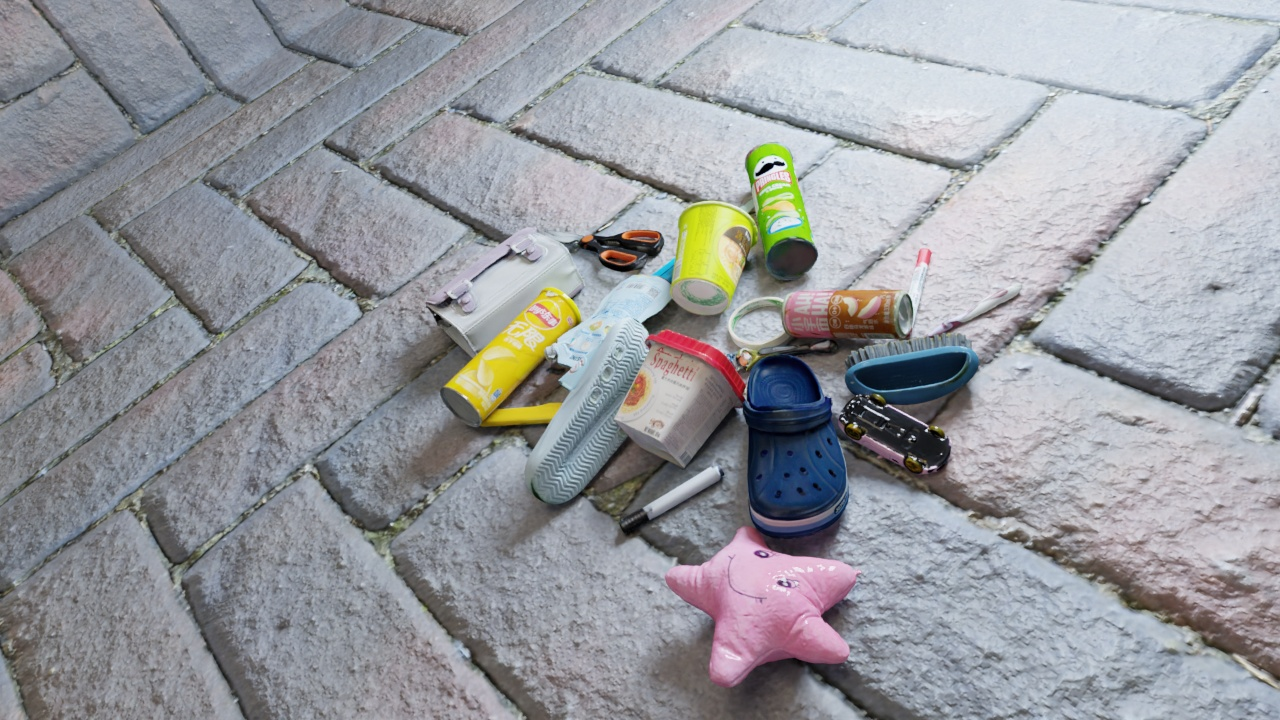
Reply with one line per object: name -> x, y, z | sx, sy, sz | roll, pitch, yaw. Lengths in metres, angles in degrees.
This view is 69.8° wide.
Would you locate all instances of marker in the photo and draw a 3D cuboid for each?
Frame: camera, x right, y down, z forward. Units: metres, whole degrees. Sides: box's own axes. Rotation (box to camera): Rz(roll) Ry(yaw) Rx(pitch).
marker -> 0.034, 0.153, 1.023 | 0.130, 0.018, 0.022 | -30, 33, -5
marker -> 0.336, -0.084, 1.121 | 0.017, 0.017, 0.144 | 4, 50, 28

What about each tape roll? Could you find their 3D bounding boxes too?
tape roll -> 0.155, -0.047, 1.170 | 0.086, 0.014, 0.085 | -13, 44, 13

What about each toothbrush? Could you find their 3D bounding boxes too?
toothbrush -> 0.363, -0.047, 1.070 | 0.187, 0.017, 0.016 | -28, 39, -2

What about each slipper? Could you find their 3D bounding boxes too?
slipper -> 0.163, 0.074, 0.979 | 0.105, 0.095, 0.252 | -4, 40, 7
slipper -> -0.061, 0.060, 1.101 | 0.074, 0.104, 0.245 | 14, 65, 50

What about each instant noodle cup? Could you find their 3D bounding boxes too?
instant noodle cup -> 0.092, -0.129, 1.223 | 0.112, 0.112, 0.123 | 0, 56, 25
instant noodle cup -> 0.042, 0.047, 1.065 | 0.116, 0.116, 0.124 | 21, 70, 38

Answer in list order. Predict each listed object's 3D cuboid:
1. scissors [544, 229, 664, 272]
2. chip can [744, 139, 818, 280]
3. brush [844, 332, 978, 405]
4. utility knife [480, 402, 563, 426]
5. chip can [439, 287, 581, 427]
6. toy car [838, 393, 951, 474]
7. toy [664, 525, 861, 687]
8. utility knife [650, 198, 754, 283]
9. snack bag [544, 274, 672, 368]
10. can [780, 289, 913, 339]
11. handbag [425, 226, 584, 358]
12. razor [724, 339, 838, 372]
scissors -> -0.059, -0.184, 1.408 | 0.152, 0.022, 0.234 | -30, 38, -15
chip can -> 0.193, -0.212, 1.276 | 0.072, 0.072, 0.235 | -14, 44, 12
brush -> 0.298, 0.015, 1.010 | 0.144, 0.055, 0.073 | -11, 44, 15
utility knife -> -0.146, 0.071, 1.191 | 0.157, 0.015, 0.033 | -4, 40, 23
chip can -> -0.170, -0.007, 1.228 | 0.072, 0.072, 0.212 | 17, 53, 37
toy car -> 0.269, 0.080, 0.976 | 0.122, 0.037, 0.056 | 31, 68, 29
toy -> 0.122, 0.220, 0.874 | 0.178, 0.075, 0.194 | -13, 29, -9
utility knife -> 0.094, -0.170, 1.320 | 0.224, 0.018, 0.034 | -41, 44, -19
snack bag -> -0.041, -0.049, 1.225 | 0.110, 0.039, 0.190 | 16, 48, 35
can -> 0.245, -0.055, 1.091 | 0.147, 0.058, 0.057 | 2, 48, 37
handbag -> -0.202, -0.103, 1.338 | 0.196, 0.098, 0.145 | -40, 39, -16
razor -> 0.169, -0.008, 1.119 | 0.143, 0.022, 0.042 | -10, 46, 15
